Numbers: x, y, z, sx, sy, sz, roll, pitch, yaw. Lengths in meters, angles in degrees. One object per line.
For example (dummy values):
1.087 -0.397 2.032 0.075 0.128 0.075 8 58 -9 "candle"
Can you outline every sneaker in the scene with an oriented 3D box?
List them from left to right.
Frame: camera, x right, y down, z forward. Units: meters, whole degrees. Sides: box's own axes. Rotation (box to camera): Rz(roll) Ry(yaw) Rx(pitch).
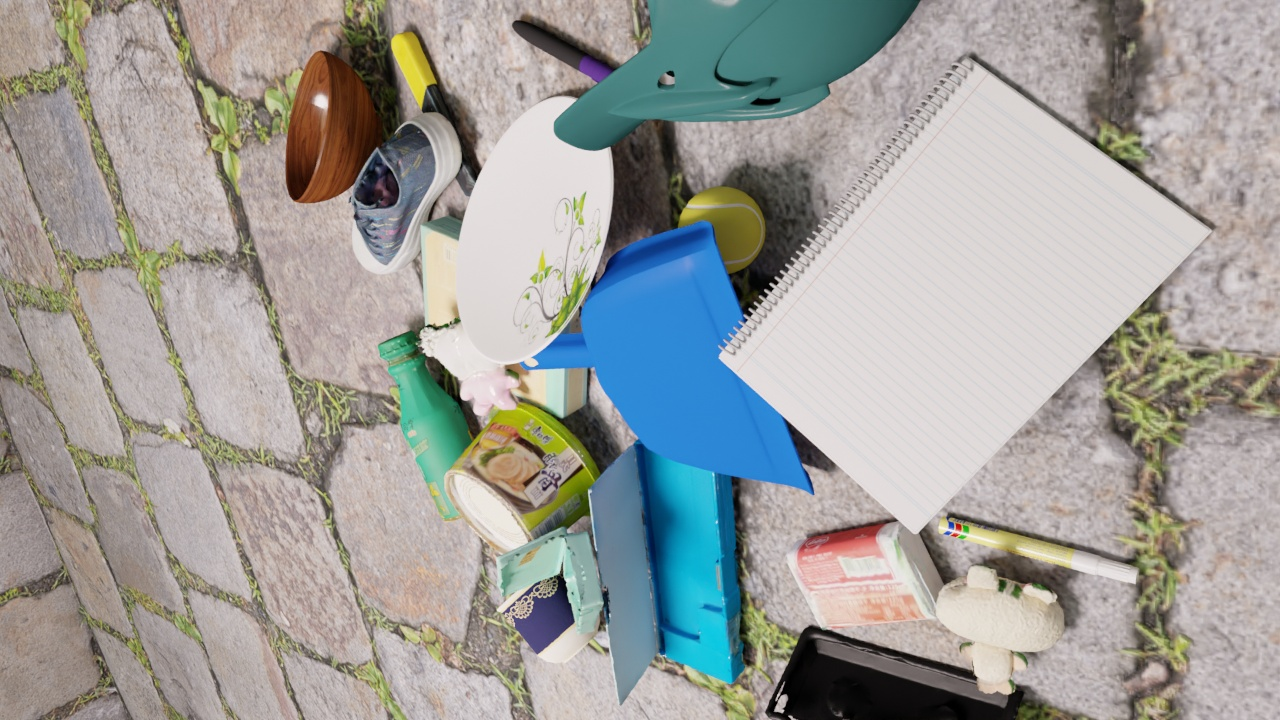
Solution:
-0.254 -0.155 0.901 0.087 0.079 0.236 56 141 5 "sneaker"

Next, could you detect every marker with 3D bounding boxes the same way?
-0.055 -0.246 0.745 0.134 0.015 0.018 35 157 22 "marker"
0.280 0.134 0.652 0.132 0.014 0.014 11 118 36 "marker"

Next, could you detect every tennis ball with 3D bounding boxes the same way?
0.060 -0.097 0.686 0.065 0.065 0.065 19 122 33 "tennis ball"

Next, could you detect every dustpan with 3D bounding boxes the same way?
-0.004 0.004 0.749 0.258 0.059 0.246 -3 128 32 "dustpan"

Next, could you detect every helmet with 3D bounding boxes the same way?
0.050 -0.239 0.545 0.276 0.176 0.200 -13 99 40 "helmet"

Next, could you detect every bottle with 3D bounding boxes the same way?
-0.227 0.070 1.008 0.068 0.067 0.210 -14 101 43 "bottle"

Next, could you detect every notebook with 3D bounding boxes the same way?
0.187 -0.039 0.576 0.178 0.013 0.246 43 106 15 "notebook"

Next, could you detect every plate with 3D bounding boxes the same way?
-0.085 -0.107 0.778 0.230 0.030 0.229 -17 67 47 "plate"

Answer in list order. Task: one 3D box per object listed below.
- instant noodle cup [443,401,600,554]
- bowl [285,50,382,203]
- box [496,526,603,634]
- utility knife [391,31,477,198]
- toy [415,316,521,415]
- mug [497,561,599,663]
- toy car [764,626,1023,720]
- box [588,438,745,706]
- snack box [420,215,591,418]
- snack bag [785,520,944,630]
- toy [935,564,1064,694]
-0.118 0.122 0.898 0.146 0.097 0.146 30 146 23 "instant noodle cup"
-0.297 -0.223 0.910 0.148 0.068 0.147 -14 73 53 "bowl"
-0.091 0.215 0.857 0.188 0.093 0.077 104 154 -67 "box"
-0.188 -0.225 0.863 0.029 0.020 0.172 -16 100 51 "utility knife"
-0.154 0.001 0.870 0.096 0.041 0.109 -18 102 32 "toy"
-0.093 0.276 0.998 0.089 0.085 0.112 48 169 7 "mug"
0.210 0.298 0.755 0.192 0.093 0.071 5 135 38 "toy car"
0.022 0.200 0.831 0.094 0.115 0.244 11 118 36 "box"
-0.134 -0.044 0.890 0.194 0.044 0.142 24 126 30 "snack box"
0.181 0.174 0.740 0.116 0.036 0.077 -23 96 44 "snack bag"
0.260 0.188 0.666 0.087 0.050 0.112 5 127 19 "toy"
